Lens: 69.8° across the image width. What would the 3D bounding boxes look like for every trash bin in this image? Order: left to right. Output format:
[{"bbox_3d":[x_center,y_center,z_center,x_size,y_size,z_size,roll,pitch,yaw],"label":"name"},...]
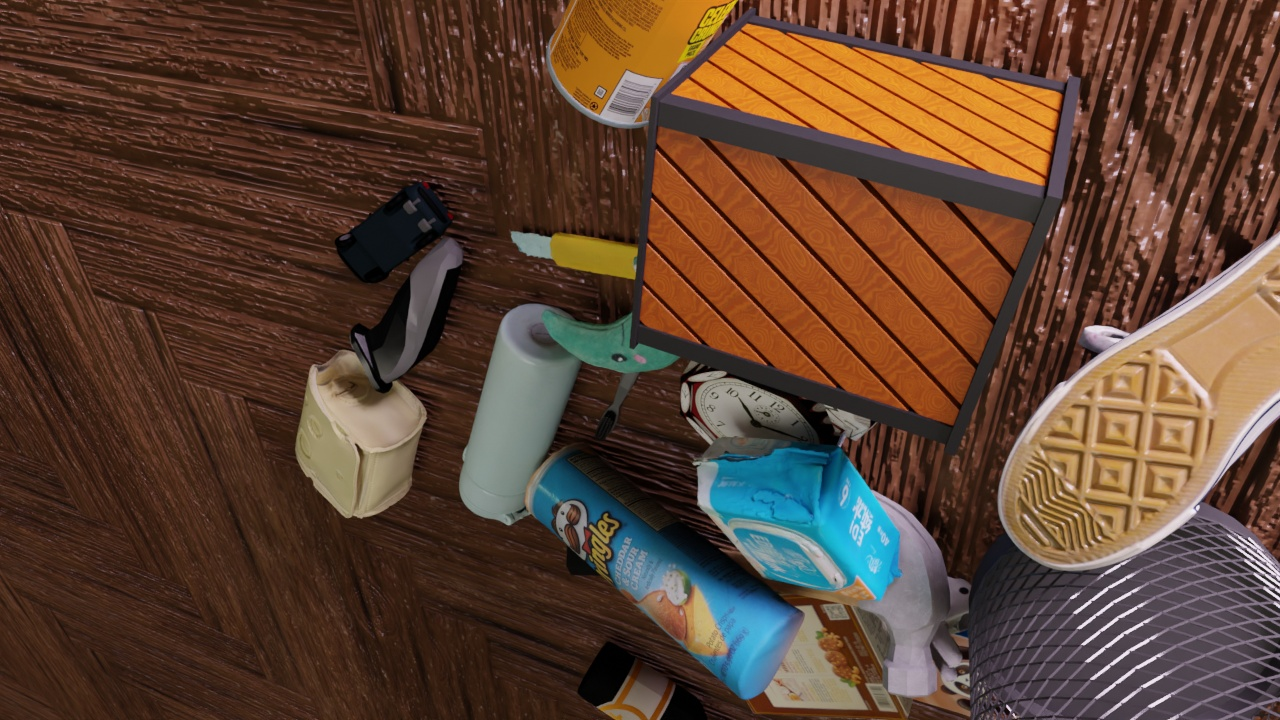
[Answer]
[{"bbox_3d":[0.106,-0.073,0.469,0.172,0.139,0.140,19,131,16],"label":"trash bin"},{"bbox_3d":[0.285,0.210,0.498,0.218,0.226,0.218,6,115,12],"label":"trash bin"}]

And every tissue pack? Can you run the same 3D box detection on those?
[{"bbox_3d":[0.099,0.100,0.582,0.093,0.061,0.144,2,144,40],"label":"tissue pack"}]

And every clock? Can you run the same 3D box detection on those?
[{"bbox_3d":[0.094,0.013,0.588,0.114,0.064,0.155,35,150,-2],"label":"clock"}]

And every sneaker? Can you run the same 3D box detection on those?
[{"bbox_3d":[0.288,0.013,0.473,0.118,0.087,0.242,50,115,18],"label":"sneaker"}]

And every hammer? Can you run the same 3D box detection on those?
[{"bbox_3d":[0.071,0.161,0.708,0.329,0.039,0.131,-3,83,39],"label":"hammer"}]

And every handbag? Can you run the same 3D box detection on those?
[{"bbox_3d":[-0.255,0.068,0.819,0.111,0.081,0.120,40,137,13],"label":"handbag"}]

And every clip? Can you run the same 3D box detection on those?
[{"bbox_3d":[0.215,0.186,0.668,0.058,0.101,0.050,-4,125,-21],"label":"clip"}]

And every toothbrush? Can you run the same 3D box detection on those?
[{"bbox_3d":[-0.004,0.004,0.678,0.013,0.013,0.168,30,131,4],"label":"toothbrush"}]

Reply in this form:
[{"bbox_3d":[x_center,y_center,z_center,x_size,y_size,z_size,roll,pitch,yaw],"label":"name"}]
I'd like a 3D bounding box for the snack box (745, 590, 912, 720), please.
[{"bbox_3d":[0.131,0.231,0.756,0.147,0.041,0.143,-14,117,35],"label":"snack box"}]

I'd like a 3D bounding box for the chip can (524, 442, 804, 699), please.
[{"bbox_3d":[0.014,0.148,0.681,0.229,0.079,0.080,34,138,35],"label":"chip can"}]

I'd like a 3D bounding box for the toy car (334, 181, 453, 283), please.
[{"bbox_3d":[-0.184,-0.095,0.685,0.112,0.034,0.046,-24,110,38],"label":"toy car"}]

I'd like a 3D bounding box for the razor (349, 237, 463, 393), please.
[{"bbox_3d":[-0.174,-0.037,0.714,0.060,0.057,0.157,27,131,-31],"label":"razor"}]

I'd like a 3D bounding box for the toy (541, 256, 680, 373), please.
[{"bbox_3d":[-0.008,-0.023,0.623,0.105,0.033,0.085,-27,126,31],"label":"toy"}]

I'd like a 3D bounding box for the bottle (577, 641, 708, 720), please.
[{"bbox_3d":[0.030,0.346,0.888,0.181,0.059,0.059,32,133,3],"label":"bottle"}]

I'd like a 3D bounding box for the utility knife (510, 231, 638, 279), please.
[{"bbox_3d":[-0.010,-0.069,0.619,0.179,0.017,0.030,10,124,18],"label":"utility knife"}]

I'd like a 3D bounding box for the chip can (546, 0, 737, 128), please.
[{"bbox_3d":[0.026,-0.205,0.428,0.075,0.075,0.216,40,145,-4],"label":"chip can"}]

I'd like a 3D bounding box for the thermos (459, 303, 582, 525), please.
[{"bbox_3d":[-0.099,0.049,0.727,0.078,0.065,0.207,45,137,21],"label":"thermos"}]

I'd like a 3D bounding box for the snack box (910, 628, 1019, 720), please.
[{"bbox_3d":[0.281,0.234,0.681,0.151,0.034,0.087,11,128,20],"label":"snack box"}]
